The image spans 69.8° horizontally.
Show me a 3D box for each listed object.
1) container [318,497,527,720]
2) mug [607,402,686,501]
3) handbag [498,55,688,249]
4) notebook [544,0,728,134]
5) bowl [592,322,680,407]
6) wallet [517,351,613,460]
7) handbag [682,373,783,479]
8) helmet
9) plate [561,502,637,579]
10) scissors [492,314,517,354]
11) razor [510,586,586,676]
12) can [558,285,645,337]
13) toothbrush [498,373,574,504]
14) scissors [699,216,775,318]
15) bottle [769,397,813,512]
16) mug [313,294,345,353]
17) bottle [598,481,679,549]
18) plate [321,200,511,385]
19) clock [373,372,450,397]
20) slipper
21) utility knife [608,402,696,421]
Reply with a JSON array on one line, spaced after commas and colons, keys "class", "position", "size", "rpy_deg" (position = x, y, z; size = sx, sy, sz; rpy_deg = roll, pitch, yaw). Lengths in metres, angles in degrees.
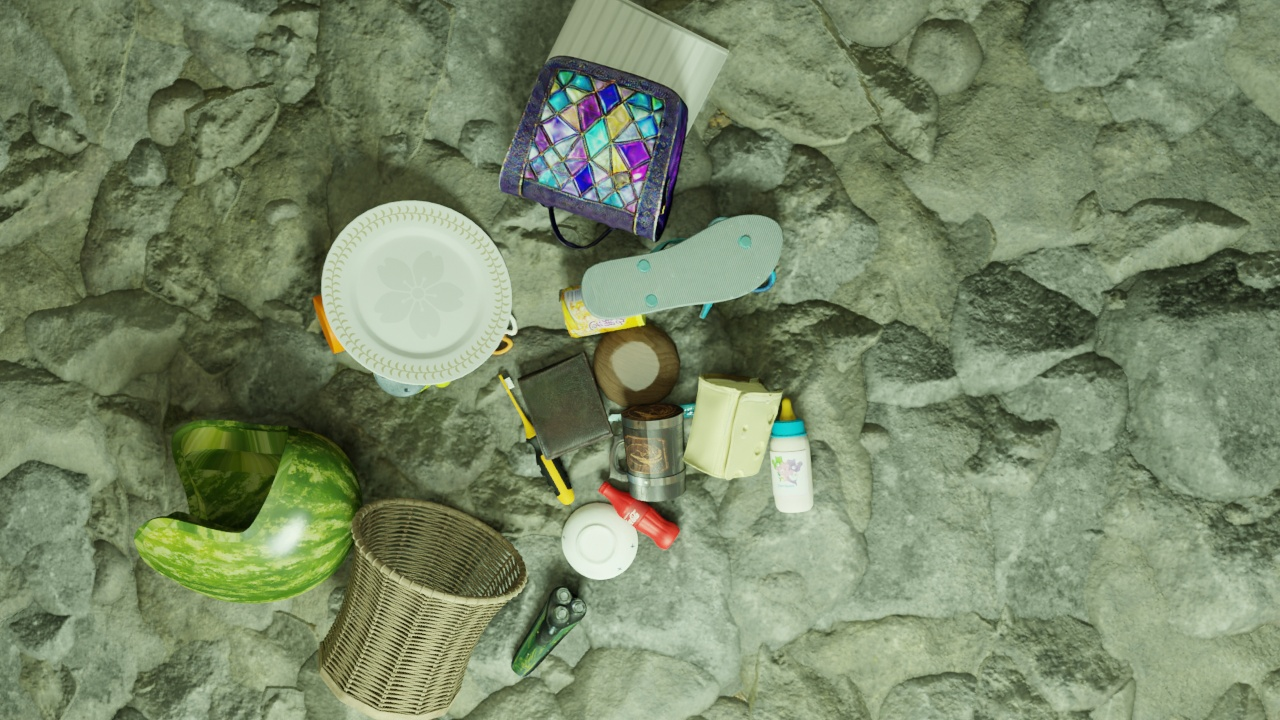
[{"class": "container", "position": [-0.286, 0.316, 1.165], "size": [0.227, 0.226, 0.196], "rpy_deg": [25, 102, 4]}, {"class": "mug", "position": [0.004, 0.116, 1.187], "size": [0.116, 0.079, 0.107], "rpy_deg": [5, 106, 34]}, {"class": "handbag", "position": [-0.055, -0.248, 1.148], "size": [0.205, 0.125, 0.222], "rpy_deg": [19, 101, 5]}, {"class": "notebook", "position": [-0.011, -0.384, 1.195], "size": [0.210, 0.009, 0.143], "rpy_deg": [28, 96, 4]}, {"class": "bowl", "position": [-0.007, 0.007, 1.205], "size": [0.118, 0.030, 0.118], "rpy_deg": [0, 93, 6]}, {"class": "wallet", "position": [-0.099, 0.060, 1.208], "size": [0.099, 0.031, 0.120], "rpy_deg": [-22, 76, 6]}, {"class": "handbag", "position": [0.119, 0.079, 1.150], "size": [0.081, 0.111, 0.119], "rpy_deg": [23, 105, 46]}, {"class": "helmet", "position": [-0.479, 0.196, 1.172], "size": [0.247, 0.212, 0.244], "rpy_deg": [-6, 131, -2]}, {"class": "plate", "position": [-0.056, 0.244, 1.226], "size": [0.104, 0.026, 0.104], "rpy_deg": [0, 94, 6]}, {"class": "scissors", "position": [-0.226, -0.055, 1.236], "size": [0.128, 0.013, 0.064], "rpy_deg": [24, 95, 4]}, {"class": "razor", "position": [-0.129, 0.366, 1.223], "size": [0.054, 0.067, 0.151], "rpy_deg": [38, 104, 7]}, {"class": "can", "position": [-0.047, -0.070, 1.187], "size": [0.105, 0.067, 0.067], "rpy_deg": [-10, 92, 7]}, {"class": "toothbrush", "position": [-0.141, 0.105, 1.228], "size": [0.031, 0.031, 0.196], "rpy_deg": [-29, 85, -7]}, {"class": "scissors", "position": [0.114, -0.114, 1.195], "size": [0.138, 0.011, 0.134], "rpy_deg": [20, 93, 4]}, {"class": "bottle", "position": [0.193, 0.120, 1.179], "size": [0.051, 0.051, 0.146], "rpy_deg": [-5, 92, 7]}, {"class": "mug", "position": [-0.376, -0.071, 1.212], "size": [0.095, 0.078, 0.112], "rpy_deg": [-21, 47, -22]}, {"class": "bottle", "position": [-0.004, 0.201, 1.212], "size": [0.119, 0.036, 0.036], "rpy_deg": [37, 96, 4]}, {"class": "plate", "position": [-0.285, -0.087, 1.185], "size": [0.242, 0.016, 0.242], "rpy_deg": [4, 79, -24]}, {"class": "clock", "position": [-0.297, 0.003, 1.225], "size": [0.119, 0.057, 0.083], "rpy_deg": [-14, 91, 7]}, {"class": "slipper", "position": [0.054, -0.108, 1.154], "size": [0.268, 0.055, 0.098], "rpy_deg": [-19, 91, -11]}, {"class": "utility knife", "position": [0.047, 0.070, 1.212], "size": [0.181, 0.015, 0.022], "rpy_deg": [-8, 112, 9]}]
